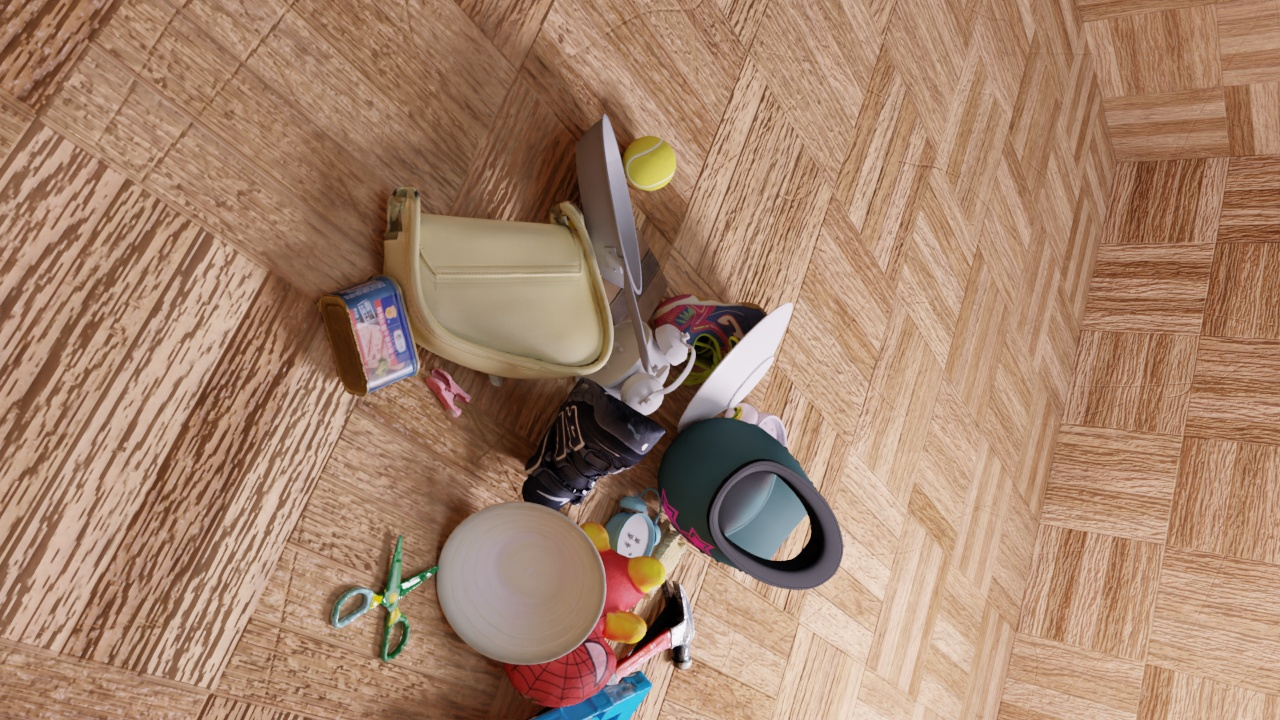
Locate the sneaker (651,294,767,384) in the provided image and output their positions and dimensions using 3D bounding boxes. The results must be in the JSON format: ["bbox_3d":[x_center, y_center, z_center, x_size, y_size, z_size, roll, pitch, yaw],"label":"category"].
[{"bbox_3d":[0.107,-0.021,1.247,0.241,0.117,0.091,8,57,-48],"label":"sneaker"}]

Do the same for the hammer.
[{"bbox_3d":[-0.037,0.391,1.163,0.325,0.036,0.140,-19,111,-49],"label":"hammer"}]

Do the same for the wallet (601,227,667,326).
[{"bbox_3d":[-0.015,-0.090,1.137,0.120,0.027,0.099,-57,132,-31],"label":"wallet"}]

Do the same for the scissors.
[{"bbox_3d":[-0.249,0.232,0.894,0.130,0.011,0.125,9,88,-52],"label":"scissors"}]

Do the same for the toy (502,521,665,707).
[{"bbox_3d":[-0.071,0.295,1.042,0.215,0.147,0.099,-53,161,-36],"label":"toy"}]

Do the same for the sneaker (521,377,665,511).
[{"bbox_3d":[-0.067,0.106,0.966,0.097,0.253,0.150,35,79,-8],"label":"sneaker"}]

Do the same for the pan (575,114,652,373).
[{"bbox_3d":[-0.024,-0.115,0.970,0.201,0.051,0.355,74,9,-45],"label":"pan"}]

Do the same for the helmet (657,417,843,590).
[{"bbox_3d":[0.141,0.187,1.210,0.274,0.200,0.176,41,88,-23],"label":"helmet"}]

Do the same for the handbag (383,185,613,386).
[{"bbox_3d":[-0.143,-0.069,0.911,0.232,0.089,0.191,0,90,-36],"label":"handbag"}]

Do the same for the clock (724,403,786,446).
[{"bbox_3d":[0.158,0.123,1.354,0.157,0.059,0.116,24,76,-50],"label":"clock"}]

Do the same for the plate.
[{"bbox_3d":[0.137,0.020,1.226,0.229,0.030,0.230,-45,165,-15],"label":"plate"}]

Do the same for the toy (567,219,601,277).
[{"bbox_3d":[-0.077,-0.113,1.040,0.095,0.041,0.094,59,43,-33],"label":"toy"}]

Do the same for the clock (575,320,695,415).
[{"bbox_3d":[-0.006,0.006,1.057,0.061,0.159,0.119,49,57,-32],"label":"clock"}]

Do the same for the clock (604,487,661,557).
[{"bbox_3d":[-0.005,0.216,1.174,0.122,0.042,0.087,-52,132,-34],"label":"clock"}]

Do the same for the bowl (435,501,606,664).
[{"bbox_3d":[-0.121,0.226,0.967,0.057,0.177,0.177,-62,151,-81],"label":"bowl"}]

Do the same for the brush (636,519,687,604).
[{"bbox_3d":[0.020,0.268,1.214,0.116,0.039,0.049,-44,128,-38],"label":"brush"}]

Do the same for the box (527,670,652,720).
[{"bbox_3d":[-0.093,0.455,1.032,0.243,0.070,0.171,-3,102,-51],"label":"box"}]

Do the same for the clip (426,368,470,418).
[{"bbox_3d":[-0.192,0.029,0.933,0.044,0.023,0.060,-42,127,-46],"label":"clip"}]

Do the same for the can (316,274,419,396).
[{"bbox_3d":[-0.247,-0.023,0.832,0.058,0.054,0.100,-28,115,-44],"label":"can"}]

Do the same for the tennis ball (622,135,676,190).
[{"bbox_3d":[0.011,-0.240,1.118,0.065,0.065,0.065,-8,101,-51],"label":"tennis ball"}]
